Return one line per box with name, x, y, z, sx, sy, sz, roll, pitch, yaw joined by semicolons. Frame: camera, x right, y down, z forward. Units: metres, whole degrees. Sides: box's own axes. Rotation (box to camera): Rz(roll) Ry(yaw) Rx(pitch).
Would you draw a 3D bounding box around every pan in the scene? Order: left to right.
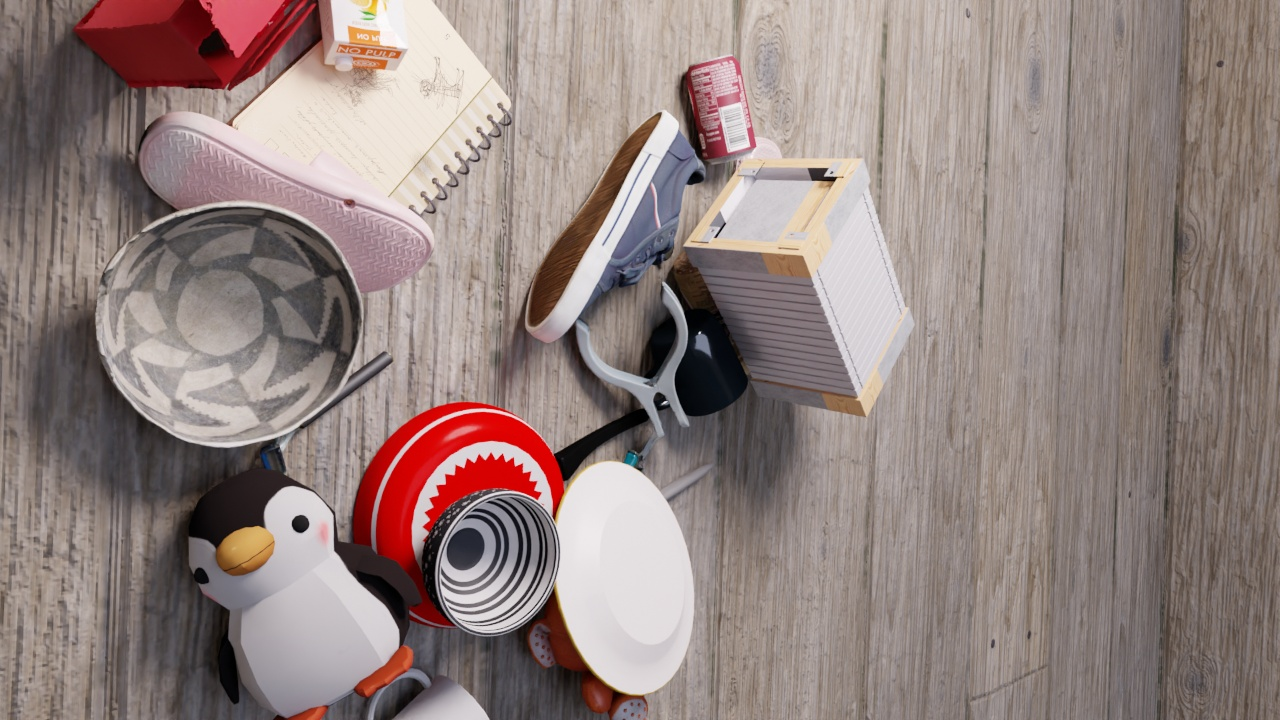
pan;-0.106;0.119;0.893;0.355;0.067;0.209;-25;108;-36

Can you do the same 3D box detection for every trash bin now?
trash bin;0.183;-0.080;1.013;0.142;0.143;0.247;-56;135;-26

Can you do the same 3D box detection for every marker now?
marker;0.039;0.148;1.052;0.138;0.022;0.016;-26;103;-39

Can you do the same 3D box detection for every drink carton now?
drink carton;-0.228;-0.298;0.745;0.058;0.040;0.122;-4;82;-30

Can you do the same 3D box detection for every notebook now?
notebook;-0.219;-0.208;0.795;0.167;0.024;0.224;50;59;-31

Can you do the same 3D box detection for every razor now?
razor;-0.262;0.038;0.766;0.143;0.022;0.043;-49;165;-36

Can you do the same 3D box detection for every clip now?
clip;-0.023;0.008;0.964;0.159;0.030;0.174;-5;110;1

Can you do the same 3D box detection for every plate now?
plate;-0.005;0.211;0.910;0.229;0.021;0.229;32;48;-45

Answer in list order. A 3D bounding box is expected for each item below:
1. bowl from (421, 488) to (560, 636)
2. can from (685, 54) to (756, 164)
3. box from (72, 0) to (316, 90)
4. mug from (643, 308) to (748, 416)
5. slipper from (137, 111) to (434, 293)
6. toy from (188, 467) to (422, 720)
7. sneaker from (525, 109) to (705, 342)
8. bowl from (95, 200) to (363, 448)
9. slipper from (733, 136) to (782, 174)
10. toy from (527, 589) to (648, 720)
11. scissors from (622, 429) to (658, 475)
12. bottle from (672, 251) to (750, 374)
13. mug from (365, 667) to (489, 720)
bowl;-0.136;0.166;0.781;0.120;0.066;0.120;-3;95;-40
can;0.093;-0.289;1.059;0.063;0.063;0.114;-27;109;-40
box;-0.228;-0.284;0.584;0.121;0.319;0.210;40;66;-28
mug;0.049;0.010;1.021;0.121;0.085;0.094;-36;115;-17
slipper;-0.268;-0.118;0.708;0.221;0.107;0.055;25;37;-30
toy;-0.270;0.167;0.711;0.159;0.140;0.184;-28;103;-5
sneaker;-0.011;-0.116;0.942;0.127;0.121;0.293;43;60;-21
bowl;-0.302;-0.032;0.677;0.178;0.081;0.178;-11;111;-31
slipper;0.154;-0.157;1.122;0.094;0.065;0.239;10;83;-43
toy;-0.029;0.280;0.945;0.172;0.093;0.163;45;61;-33
scissors;-0.019;0.135;0.988;0.148;0.019;0.123;-17;122;-58
bottle;0.092;-0.052;1.071;0.059;0.060;0.166;-47;126;-32
mug;-0.196;0.326;0.809;0.089;0.074;0.105;-39;91;-35
